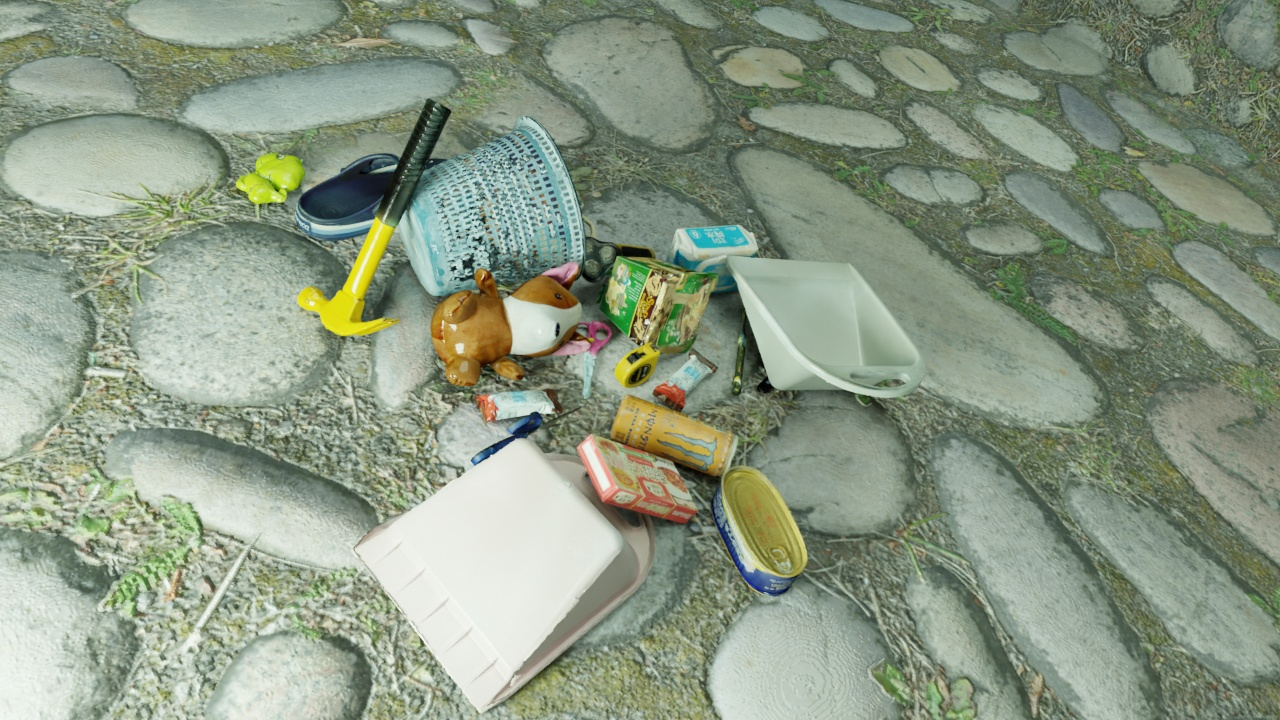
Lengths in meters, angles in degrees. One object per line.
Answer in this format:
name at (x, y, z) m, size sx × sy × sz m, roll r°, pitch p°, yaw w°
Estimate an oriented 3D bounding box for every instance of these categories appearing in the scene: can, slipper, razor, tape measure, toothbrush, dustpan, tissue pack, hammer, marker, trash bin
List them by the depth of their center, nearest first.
dustpan at (-0.117, 0.207, 0.963) m, size 0.273 × 0.139 × 0.222 m, roll -39°, pitch 66°, yaw -12°
can at (0.131, 0.191, 1.036) m, size 0.074 × 0.049 × 0.148 m, roll -6°, pitch 49°, yaw -25°
hammer at (-0.299, -0.165, 1.084) m, size 0.129 × 0.301 × 0.032 m, roll 30°, pitch 10°, yaw 18°
can at (0.040, 0.090, 1.098) m, size 0.146 × 0.058 × 0.058 m, roll 20°, pitch 43°, yaw 0°
tape measure at (-0.007, 0.007, 1.164) m, size 0.057 × 0.060 × 0.029 m, roll -25°, pitch 60°, yaw -30°
trash bin at (-0.205, -0.182, 1.190) m, size 0.194 × 0.227 × 0.226 m, roll -21°, pitch 56°, yaw -20°
dustpan at (0.263, -0.051, 1.229) m, size 0.222 × 0.143 × 0.257 m, roll 0°, pitch 69°, yaw -25°
slipper at (-0.354, -0.242, 1.264) m, size 0.252 × 0.095 × 0.105 m, roll -25°, pitch 62°, yaw -33°
marker at (0.197, 0.012, 1.264) m, size 0.018 × 0.015 × 0.123 m, roll 38°, pitch 48°, yaw 17°
toothbrush at (0.144, -0.020, 1.275) m, size 0.012 × 0.017 × 0.185 m, roll 46°, pitch 36°, yaw -27°
razor at (-0.028, -0.143, 1.278) m, size 0.167 × 0.068 × 0.062 m, roll -12°, pitch 87°, yaw -59°
tissue pack at (0.098, -0.141, 1.327) m, size 0.139 × 0.090 × 0.063 m, roll -8°, pitch 49°, yaw -27°

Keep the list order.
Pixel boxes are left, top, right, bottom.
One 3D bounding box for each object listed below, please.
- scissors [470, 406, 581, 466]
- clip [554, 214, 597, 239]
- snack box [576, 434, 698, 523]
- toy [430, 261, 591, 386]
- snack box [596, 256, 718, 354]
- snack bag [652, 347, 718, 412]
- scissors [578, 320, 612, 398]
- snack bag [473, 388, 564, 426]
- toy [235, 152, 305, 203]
scissors at (-0.116, 0.073, 1.012) m, size 0.165 × 0.155 × 0.012 m, roll -31°, pitch 80°, yaw -29°
clip at (-0.084, -0.167, 1.330) m, size 0.094 × 0.035 × 0.102 m, roll -17°, pitch 62°, yaw -37°
snack box at (-0.001, 0.132, 1.009) m, size 0.152 × 0.025 × 0.075 m, roll 25°, pitch 28°, yaw -48°
toy at (-0.151, -0.046, 1.120) m, size 0.199 × 0.140 × 0.130 m, roll -13°, pitch 21°, yaw -34°
snack box at (0.018, -0.084, 1.220) m, size 0.106 × 0.118 × 0.117 m, roll 33°, pitch 22°, yaw 32°
snack bag at (0.060, 0.025, 1.193) m, size 0.048 × 0.026 × 0.103 m, roll 36°, pitch 45°, yaw 7°
scissors at (-0.066, -0.002, 1.185) m, size 0.054 × 0.017 × 0.133 m, roll 6°, pitch 49°, yaw -4°
snack bag at (-0.144, 0.052, 1.093) m, size 0.105 × 0.026 × 0.045 m, roll -6°, pitch 40°, yaw -26°
toy at (-0.504, -0.250, 1.262) m, size 0.097 × 0.031 × 0.099 m, roll 41°, pitch 52°, yaw 21°
